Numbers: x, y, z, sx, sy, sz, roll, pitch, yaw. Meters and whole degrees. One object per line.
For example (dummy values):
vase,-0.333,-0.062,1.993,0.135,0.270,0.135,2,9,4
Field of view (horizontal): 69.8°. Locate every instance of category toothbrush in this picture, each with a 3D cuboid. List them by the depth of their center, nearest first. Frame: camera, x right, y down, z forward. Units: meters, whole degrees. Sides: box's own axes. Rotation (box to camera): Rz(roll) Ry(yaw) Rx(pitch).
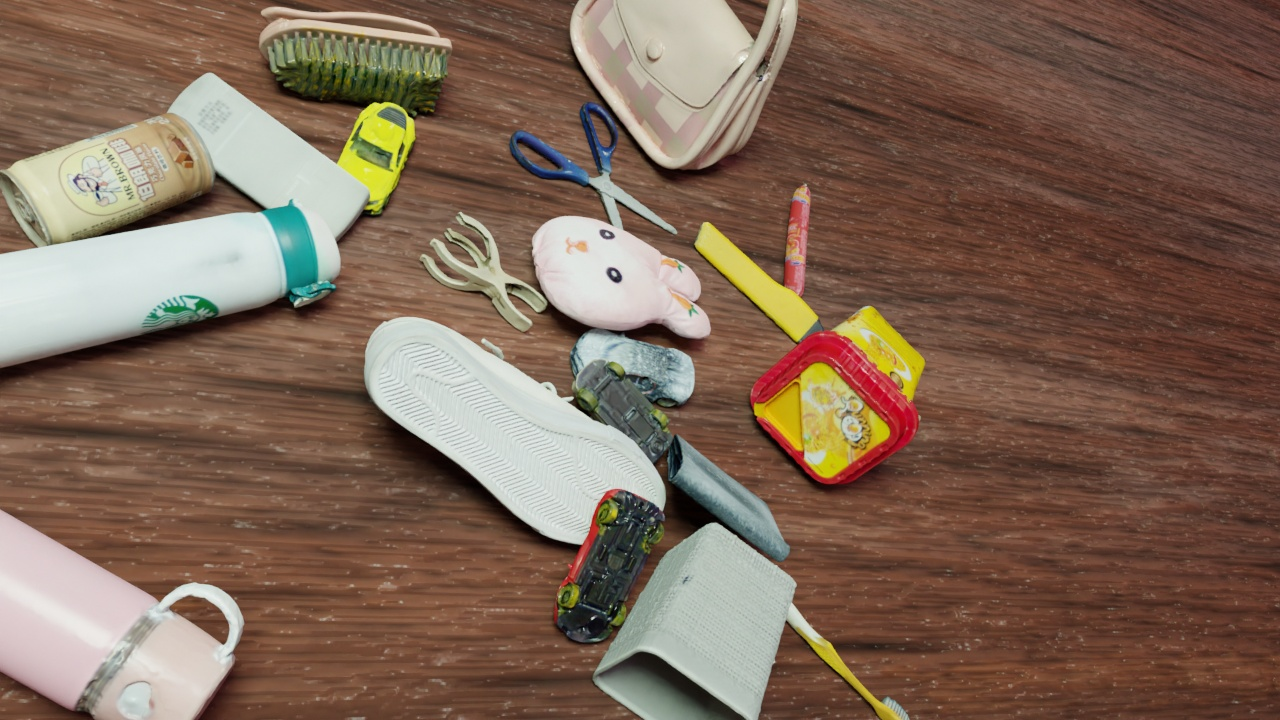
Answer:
toothbrush,0.138,0.214,0.702,0.191,0.016,0.018,46,42,2

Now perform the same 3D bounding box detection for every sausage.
sausage,0.153,-0.117,0.895,0.020,0.020,0.155,21,55,-16

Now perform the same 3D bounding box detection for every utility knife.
utility knife,0.109,-0.069,0.843,0.154,0.015,0.033,43,84,0

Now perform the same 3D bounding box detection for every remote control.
remote control,-0.275,-0.146,0.676,0.150,0.021,0.058,37,80,-4

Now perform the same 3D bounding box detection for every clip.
clip,-0.129,-0.059,0.708,0.083,0.035,0.104,-34,90,-40

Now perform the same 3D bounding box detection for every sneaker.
sneaker,-0.089,0.050,0.644,0.242,0.091,0.089,37,89,-26

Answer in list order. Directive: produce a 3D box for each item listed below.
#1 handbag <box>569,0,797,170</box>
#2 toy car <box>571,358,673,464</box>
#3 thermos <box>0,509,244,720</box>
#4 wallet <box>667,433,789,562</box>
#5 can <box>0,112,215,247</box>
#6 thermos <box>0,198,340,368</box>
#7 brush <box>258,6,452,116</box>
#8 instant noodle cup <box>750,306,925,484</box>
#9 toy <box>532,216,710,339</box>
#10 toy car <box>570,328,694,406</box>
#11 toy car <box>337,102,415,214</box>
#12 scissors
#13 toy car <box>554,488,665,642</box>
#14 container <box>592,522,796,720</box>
handbag,0.051,-0.303,0.810,0.093,0.235,0.193,-26,77,-38
toy car,-0.016,0.040,0.698,0.090,0.035,0.042,50,60,-12
thermos,-0.309,0.123,0.481,0.198,0.067,0.087,32,90,-6
wallet,0.062,0.099,0.680,0.097,0.120,0.019,39,96,-4
can,-0.350,-0.120,0.609,0.058,0.059,0.116,49,53,5
thermos,-0.307,-0.050,0.588,0.223,0.073,0.073,-19,73,-35
brush,-0.231,-0.248,0.743,0.145,0.063,0.073,0,67,-25
instant noodle cup,0.176,0.022,0.777,0.116,0.116,0.123,46,41,3
toy,-0.013,-0.067,0.756,0.159,0.054,0.121,13,42,-26
toy car,-0.004,0.004,0.737,0.105,0.031,0.048,14,56,-18
toy car,-0.210,-0.162,0.723,0.048,0.032,0.105,22,57,-16
scissors,-0.041,-0.168,0.827,0.175,0.012,0.162,16,58,-21
toy car,-0.024,0.141,0.631,0.049,0.031,0.106,27,83,-28
container,0.042,0.184,0.625,0.090,0.090,0.114,37,49,-5
